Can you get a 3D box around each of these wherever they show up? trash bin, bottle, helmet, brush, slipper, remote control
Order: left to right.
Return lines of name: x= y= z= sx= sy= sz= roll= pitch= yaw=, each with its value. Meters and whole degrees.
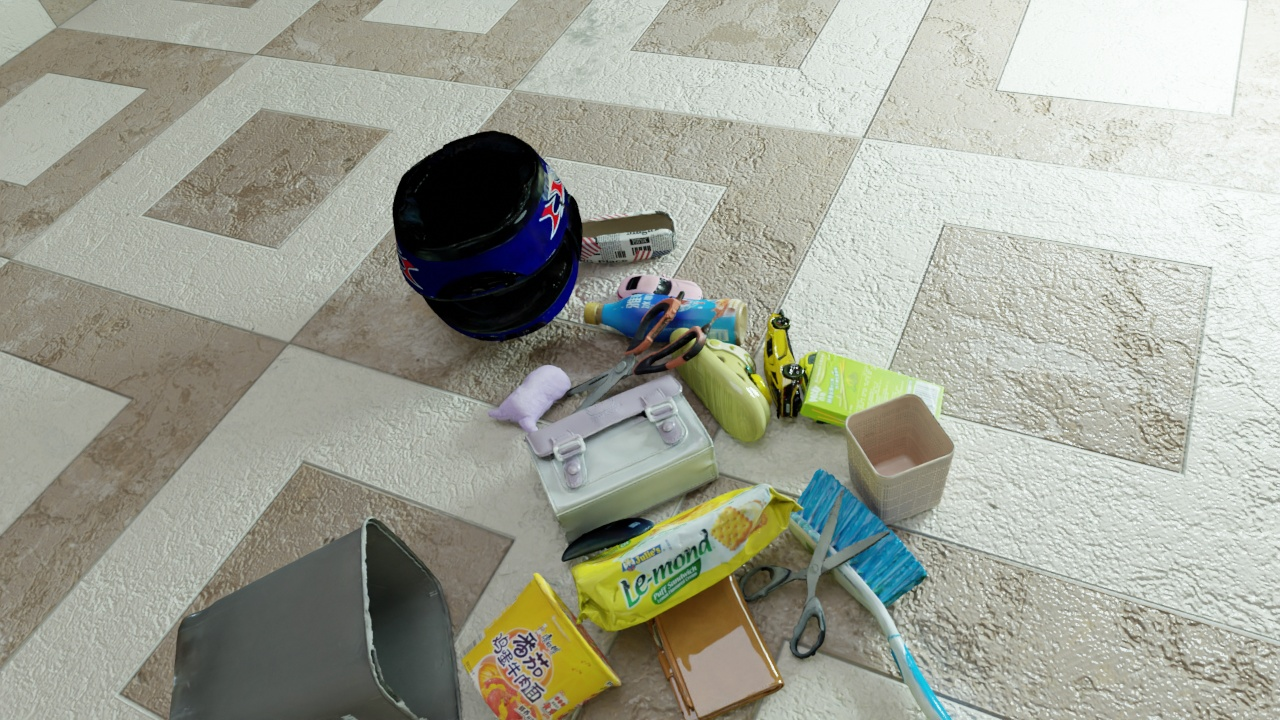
trash bin: x=-0.320 y=0.305 z=0.916 sx=0.220 sy=0.199 sz=0.198 roll=-22 pitch=48 yaw=2
helmet: x=-0.196 y=-0.142 z=1.229 sx=0.247 sy=0.241 sz=0.314 roll=-15 pitch=39 yaw=4
remote control: x=-0.040 y=0.192 z=0.999 sx=0.053 sy=0.137 sz=0.024 roll=-21 pitch=85 yaw=-47
bottle: x=0.031 y=-0.055 z=1.228 sx=0.219 sy=0.065 sz=0.065 roll=5 pitch=51 yaw=17
slipper: x=0.108 y=0.016 z=1.135 sx=0.081 sy=0.092 sz=0.190 roll=-28 pitch=46 yaw=-16
brush: x=0.252 y=0.247 z=0.930 sx=0.109 sy=0.060 sz=0.314 roll=-36 pitch=54 yaw=-12

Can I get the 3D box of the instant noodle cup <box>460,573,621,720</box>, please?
instant noodle cup: x=-0.103 y=0.299 z=0.910 sx=0.109 sy=0.138 sz=0.138 roll=-39 pitch=52 yaw=-10

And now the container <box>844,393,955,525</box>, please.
container: x=0.278 y=0.113 z=0.997 sx=0.090 sy=0.111 sz=0.090 roll=-20 pitch=48 yaw=-6

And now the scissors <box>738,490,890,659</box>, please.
scissors: x=0.178 y=0.221 z=0.943 sx=0.181 sy=0.014 sz=0.159 roll=-20 pitch=63 yaw=28

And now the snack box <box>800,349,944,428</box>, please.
snack box: x=0.275 y=0.047 z=1.088 sx=0.156 sy=0.026 sz=0.085 roll=17 pitch=54 yaw=7

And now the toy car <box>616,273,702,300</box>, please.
toy car: x=0.027 y=-0.095 z=1.282 sx=0.122 sy=0.037 sz=0.056 roll=8 pitch=54 yaw=18

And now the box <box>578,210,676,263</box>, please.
box: x=-0.028 y=-0.167 z=1.339 sx=0.163 sy=0.075 sz=0.080 roll=-5 pitch=38 yaw=5

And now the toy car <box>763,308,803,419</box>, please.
toy car: x=0.174 y=0.004 z=1.142 sx=0.041 sy=0.071 sz=0.155 roll=-5 pitch=46 yaw=3

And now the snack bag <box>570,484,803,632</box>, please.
snack bag: x=0.040 y=0.203 z=0.953 sx=0.246 sy=0.158 sz=0.068 roll=-25 pitch=86 yaw=-9

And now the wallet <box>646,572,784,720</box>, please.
wallet: x=0.071 y=0.293 z=0.938 sx=0.107 sy=0.031 sz=0.131 roll=-22 pitch=51 yaw=-5

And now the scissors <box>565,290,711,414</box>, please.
scissors: x=-0.004 y=-0.004 z=1.161 sx=0.190 sy=0.015 sz=0.221 roll=10 pitch=67 yaw=46

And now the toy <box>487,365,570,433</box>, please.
toy: x=-0.135 y=0.048 z=1.191 sx=0.084 sy=0.039 sz=0.107 roll=24 pitch=56 yaw=29

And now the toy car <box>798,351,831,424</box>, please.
toy car: x=0.224 y=0.032 z=1.132 sx=0.048 sy=0.032 sz=0.105 roll=-11 pitch=50 yaw=2

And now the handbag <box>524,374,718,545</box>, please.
handbag: x=-0.025 y=0.108 z=1.083 sx=0.197 sy=0.098 sz=0.145 roll=-23 pitch=43 yaw=-9
